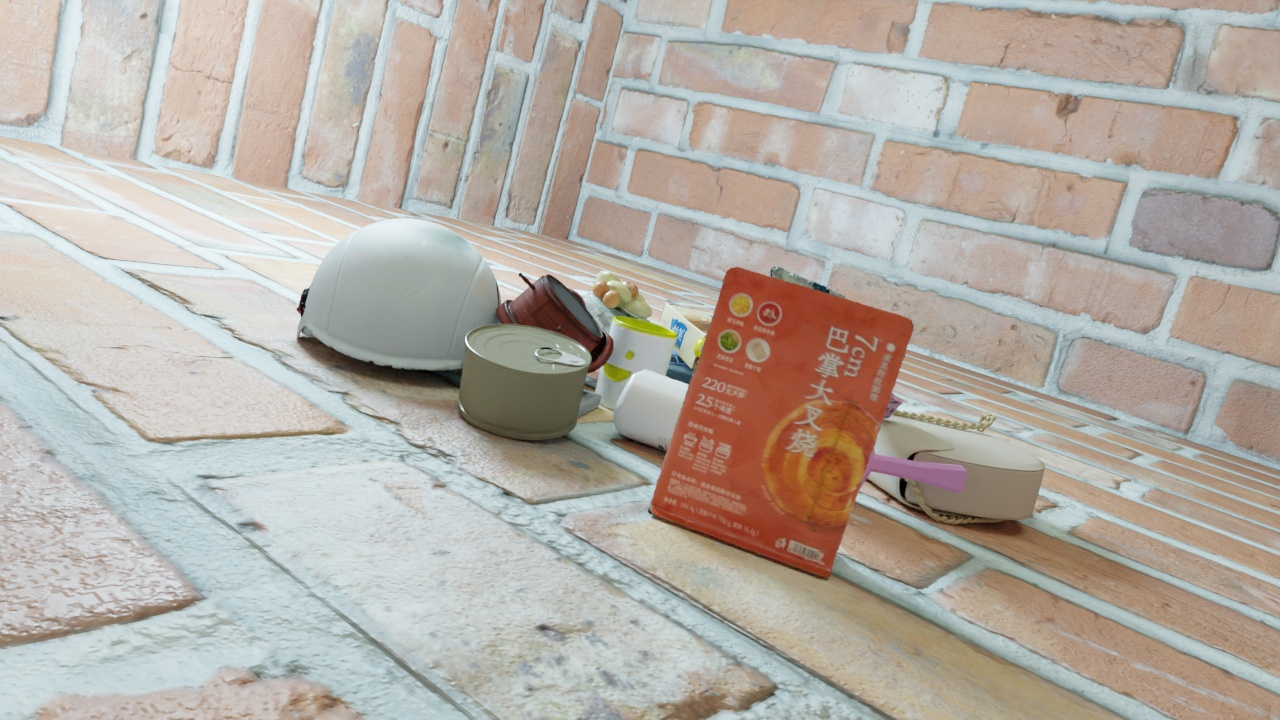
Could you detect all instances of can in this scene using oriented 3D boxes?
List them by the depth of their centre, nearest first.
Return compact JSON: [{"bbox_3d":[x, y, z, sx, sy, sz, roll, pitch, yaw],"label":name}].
[{"bbox_3d":[-0.119,0.020,0.932,0.128,0.073,0.127,11,20,-4],"label":"can"}]

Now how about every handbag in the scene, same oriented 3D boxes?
[{"bbox_3d":[0.365,0.117,1.100,0.208,0.103,0.210,8,10,-17],"label":"handbag"},{"bbox_3d":[-0.057,-0.055,1.233,0.112,0.124,0.171,39,26,11],"label":"handbag"}]

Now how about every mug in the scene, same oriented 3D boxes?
[{"bbox_3d":[-0.007,0.007,1.140,0.082,0.106,0.082,14,10,-3],"label":"mug"}]

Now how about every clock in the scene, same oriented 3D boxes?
[{"bbox_3d":[-0.096,-0.039,1.085,0.120,0.072,0.157,53,11,23],"label":"clock"}]

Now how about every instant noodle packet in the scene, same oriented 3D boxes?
[{"bbox_3d":[0.117,0.047,0.773,0.164,0.221,0.083,18,12,16],"label":"instant noodle packet"}]

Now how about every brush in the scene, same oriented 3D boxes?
[{"bbox_3d":[0.233,0.104,0.986,0.228,0.089,0.043,11,6,-2],"label":"brush"}]

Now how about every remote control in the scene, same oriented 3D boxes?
[{"bbox_3d":[-0.099,0.044,1.047,0.074,0.019,0.151,17,10,12],"label":"remote control"}]

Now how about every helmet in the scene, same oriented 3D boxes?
[{"bbox_3d":[-0.271,-0.082,1.083,0.236,0.164,0.263,13,11,-4],"label":"helmet"}]

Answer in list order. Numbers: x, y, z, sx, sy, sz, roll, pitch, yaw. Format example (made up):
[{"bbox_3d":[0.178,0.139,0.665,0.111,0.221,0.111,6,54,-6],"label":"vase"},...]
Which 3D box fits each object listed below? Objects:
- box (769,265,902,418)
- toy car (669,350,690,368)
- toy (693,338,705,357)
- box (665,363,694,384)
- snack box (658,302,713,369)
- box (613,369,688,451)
[{"bbox_3d":[0.207,-0.008,1.044,0.066,0.158,0.230,-29,-24,31],"label":"box"},{"bbox_3d":[0.083,0.015,1.360,0.153,0.056,0.054,8,29,-8],"label":"toy car"},{"bbox_3d":[0.103,0.028,1.153,0.097,0.124,0.131,49,6,16],"label":"toy"},{"bbox_3d":[0.076,0.038,1.276,0.209,0.049,0.120,13,-3,-8],"label":"box"},{"bbox_3d":[0.144,-0.020,1.297,0.207,0.055,0.153,10,16,-23],"label":"snack box"},{"bbox_3d":[0.058,0.038,1.000,0.137,0.143,0.083,21,-31,18],"label":"box"}]
